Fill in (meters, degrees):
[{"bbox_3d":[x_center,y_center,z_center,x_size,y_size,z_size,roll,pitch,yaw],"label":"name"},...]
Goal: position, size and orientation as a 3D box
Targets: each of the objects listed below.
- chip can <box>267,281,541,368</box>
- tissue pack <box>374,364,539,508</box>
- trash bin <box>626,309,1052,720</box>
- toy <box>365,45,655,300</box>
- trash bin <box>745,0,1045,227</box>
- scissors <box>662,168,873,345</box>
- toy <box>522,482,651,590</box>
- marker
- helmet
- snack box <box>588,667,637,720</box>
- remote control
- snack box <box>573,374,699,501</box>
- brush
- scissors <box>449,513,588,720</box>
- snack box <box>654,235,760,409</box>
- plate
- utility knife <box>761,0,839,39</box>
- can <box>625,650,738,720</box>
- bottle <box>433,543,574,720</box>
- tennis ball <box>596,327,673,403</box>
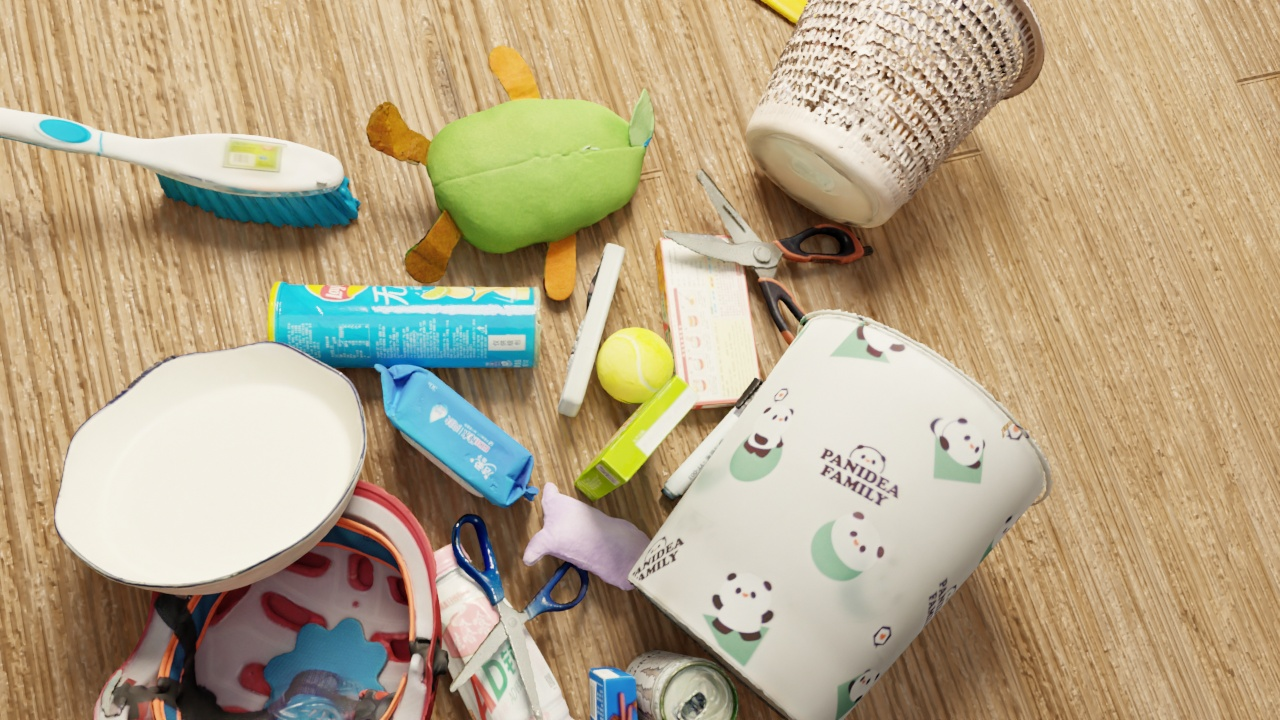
[{"bbox_3d":[-0.189,-0.028,0.753,0.210,0.071,0.071,0,76,-11],"label":"chip can"},{"bbox_3d":[-0.145,0.062,0.726,0.157,0.095,0.052,39,78,1],"label":"tissue pack"},{"bbox_3d":[0.139,0.129,0.700,0.229,0.230,0.251,41,77,2],"label":"trash bin"},{"bbox_3d":[-0.101,-0.161,0.793,0.246,0.090,0.227,-15,97,-20],"label":"toy"},{"bbox_3d":[0.205,-0.236,0.817,0.227,0.227,0.192,34,85,0],"label":"trash bin"},{"bbox_3d":[0.124,-0.083,0.832,0.225,0.015,0.189,-2,78,-23],"label":"scissors"},{"bbox_3d":[-0.038,0.149,0.746,0.108,0.039,0.083,26,42,-8],"label":"toy"},{"bbox_3d":[0.065,0.067,0.786,0.130,0.018,0.022,-47,115,-3],"label":"marker"},{"bbox_3d":[-0.234,0.218,0.646,0.207,0.144,0.239,12,53,8],"label":"helmet"},{"bbox_3d":[-0.019,0.315,0.688,0.026,0.085,0.157,0,76,-10],"label":"snack box"},{"bbox_3d":[-0.043,-0.027,0.785,0.021,0.058,0.149,16,73,-5],"label":"remote control"},{"bbox_3d":[-0.007,0.065,0.716,0.026,0.157,0.085,42,73,0],"label":"snack box"},{"bbox_3d":[-0.390,-0.161,0.730,0.314,0.110,0.060,5,77,-9],"label":"brush"},{"bbox_3d":[-0.096,0.187,0.696,0.162,0.012,0.175,-8,56,-49],"label":"scissors"},{"bbox_3d":[0.060,-0.035,0.822,0.077,0.027,0.155,-3,77,-12],"label":"snack box"},{"bbox_3d":[-0.293,0.075,0.645,0.205,0.046,0.204,-1,48,1],"label":"plate"},{"bbox_3d":[0.112,-0.387,0.927,0.219,0.015,0.033,33,73,-3],"label":"utility knife"},{"bbox_3d":[0.026,0.248,0.680,0.058,0.147,0.058,3,75,-10],"label":"can"},{"bbox_3d":[-0.110,0.234,0.704,0.068,0.068,0.197,-27,78,-16],"label":"bottle"},{"bbox_3d":[-0.005,0.005,0.781,0.065,0.066,0.065,3,75,-10],"label":"tennis ball"}]
